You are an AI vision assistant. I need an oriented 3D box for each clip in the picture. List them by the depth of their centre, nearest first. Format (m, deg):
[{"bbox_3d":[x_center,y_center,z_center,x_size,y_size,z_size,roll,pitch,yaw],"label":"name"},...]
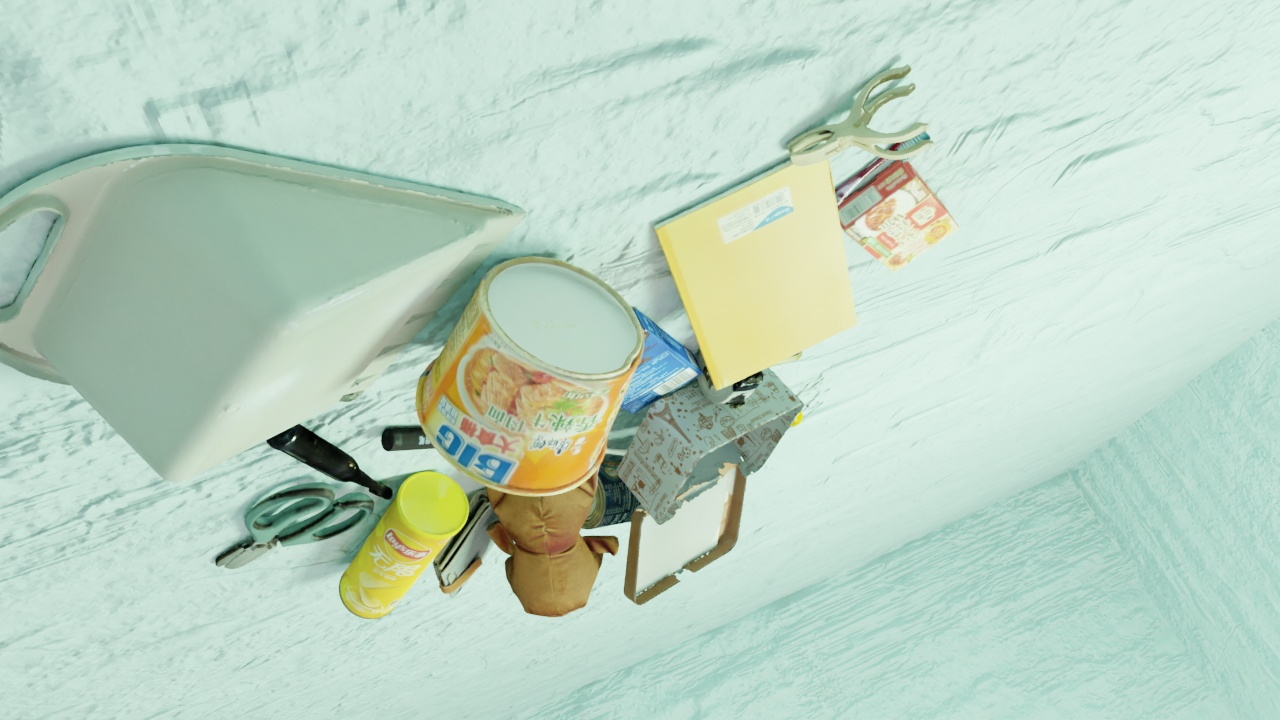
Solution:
[{"bbox_3d":[0.164,-0.159,0.653,0.101,0.096,0.035,-42,154,8],"label":"clip"}]

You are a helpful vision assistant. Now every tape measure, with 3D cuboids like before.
[{"bbox_3d":[0.086,0.010,0.914,0.033,0.065,0.066,-7,148,-32],"label":"tape measure"}]

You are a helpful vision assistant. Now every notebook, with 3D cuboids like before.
[{"bbox_3d":[0.104,-0.067,0.762,0.146,0.010,0.206,-26,137,0],"label":"notebook"}]

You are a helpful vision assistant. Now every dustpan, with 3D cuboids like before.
[{"bbox_3d":[-0.236,-0.045,0.548,0.223,0.142,0.257,-41,-178,30],"label":"dustpan"}]

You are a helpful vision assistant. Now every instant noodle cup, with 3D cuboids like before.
[{"bbox_3d":[-0.073,0.005,0.658,0.151,0.151,0.112,-7,142,-38],"label":"instant noodle cup"}]

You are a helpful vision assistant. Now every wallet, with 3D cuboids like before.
[{"bbox_3d":[-0.191,0.213,1.032,0.106,0.037,0.130,-58,170,-25],"label":"wallet"}]

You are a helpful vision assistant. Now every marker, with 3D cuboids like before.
[{"bbox_3d":[-0.175,0.070,0.833,0.022,0.020,0.131,-27,161,36],"label":"marker"}]

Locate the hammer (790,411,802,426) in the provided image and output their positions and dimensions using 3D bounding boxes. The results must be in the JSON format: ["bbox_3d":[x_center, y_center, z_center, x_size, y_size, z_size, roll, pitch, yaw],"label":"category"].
[{"bbox_3d":[0.066,0.127,1.175,0.301,0.033,0.128,-32,155,13],"label":"hammer"}]

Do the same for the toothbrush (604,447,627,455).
[{"bbox_3d":[0.027,0.114,1.070,0.220,0.026,0.027,13,138,-39],"label":"toothbrush"}]

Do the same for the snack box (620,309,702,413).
[{"bbox_3d":[-0.005,0.005,0.860,0.085,0.026,0.157,-31,156,12],"label":"snack box"}]

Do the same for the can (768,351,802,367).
[{"bbox_3d":[0.125,-0.039,0.867,0.102,0.057,0.083,-12,150,-30],"label":"can"}]

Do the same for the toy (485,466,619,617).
[{"bbox_3d":[-0.097,0.175,0.985,0.140,0.130,0.200,-9,128,-4],"label":"toy"}]

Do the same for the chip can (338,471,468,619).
[{"bbox_3d":[-0.250,0.196,0.949,0.072,0.072,0.214,-5,149,-40],"label":"chip can"}]

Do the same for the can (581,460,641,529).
[{"bbox_3d":[-0.027,0.157,1.088,0.111,0.075,0.076,-2,146,-43],"label":"can"}]

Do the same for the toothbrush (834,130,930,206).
[{"bbox_3d":[0.161,-0.129,0.765,0.188,0.017,0.016,-38,153,24],"label":"toothbrush"}]

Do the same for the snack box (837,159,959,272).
[{"bbox_3d":[0.234,-0.128,0.832,0.075,0.025,0.152,-36,154,21],"label":"snack box"}]

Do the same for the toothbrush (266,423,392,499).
[{"bbox_3d":[-0.257,0.091,0.785,0.027,0.026,0.213,7,160,10],"label":"toothbrush"}]

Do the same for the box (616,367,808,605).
[{"bbox_3d":[0.062,0.139,1.019,0.178,0.103,0.262,-21,148,-39],"label":"box"}]

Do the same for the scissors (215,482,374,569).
[{"bbox_3d":[-0.339,0.151,0.831,0.185,0.019,0.129,-21,151,2],"label":"scissors"}]
